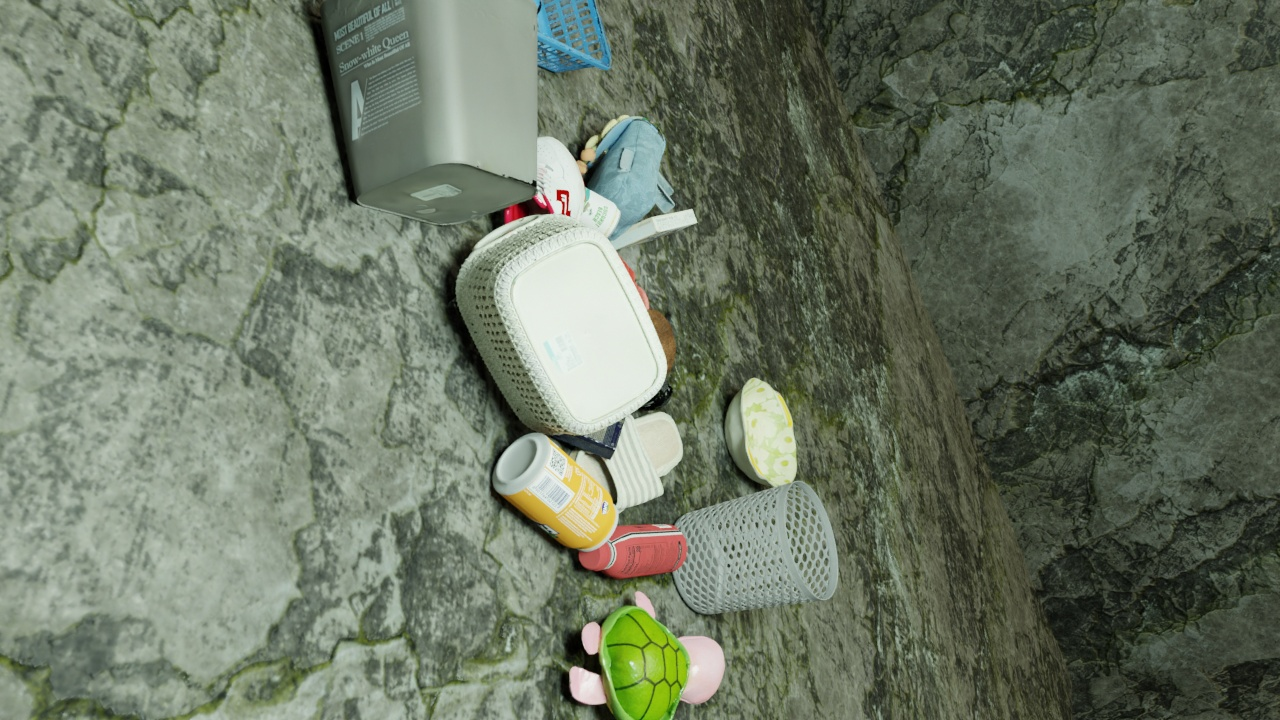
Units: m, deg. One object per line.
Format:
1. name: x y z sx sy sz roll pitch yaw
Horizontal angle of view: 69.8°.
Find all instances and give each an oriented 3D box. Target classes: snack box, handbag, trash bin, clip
1. snack box: -0.055 0.050 1.150 0.082 0.027 0.149 23 43 -5
2. handbag: -0.037 -0.274 1.331 0.118 0.122 0.191 34 45 -23
3. trash bin: 0.151 0.261 1.249 0.156 0.184 0.156 36 45 -45
4. trash bin: -0.213 -0.277 0.970 0.197 0.198 0.220 6 74 -57
5. snack box: 0.021 -0.202 1.409 0.149 0.082 0.026 -28 98 -61
6. clip: 0.010 -0.307 1.491 0.172 0.031 0.164 55 12 5

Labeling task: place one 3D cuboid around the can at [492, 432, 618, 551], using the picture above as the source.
1. can: -0.092 0.148 1.017 0.142 0.079 0.078 47 37 -35

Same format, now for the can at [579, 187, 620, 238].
1. can: -0.081 -0.205 1.234 0.101 0.055 0.054 26 46 -17

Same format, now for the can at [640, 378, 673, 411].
1. can: -0.007 0.007 1.266 0.138 0.054 0.053 56 33 -24

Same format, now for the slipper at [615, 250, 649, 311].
1. slipper: -0.055 -0.113 1.255 0.248 0.059 0.103 28 50 -49

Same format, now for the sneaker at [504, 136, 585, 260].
1. sneaker: -0.127 -0.195 1.127 0.104 0.090 0.236 62 26 -62

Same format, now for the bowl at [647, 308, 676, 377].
1. bowl: 0.033 -0.023 1.348 0.114 0.026 0.101 56 37 -54

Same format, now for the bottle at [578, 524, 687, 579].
1. bottle: -0.011 0.233 1.120 0.176 0.062 0.062 13 62 -56

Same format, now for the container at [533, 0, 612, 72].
1. container: -0.182 -0.583 1.285 0.256 0.089 0.362 -3 76 -60

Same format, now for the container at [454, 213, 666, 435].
1. container: -0.081 -0.035 1.006 0.184 0.143 0.251 -30 106 -15

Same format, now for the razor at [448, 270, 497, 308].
1. razor: -0.190 -0.089 1.054 0.042 0.026 0.105 60 35 -21

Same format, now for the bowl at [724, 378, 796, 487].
1. bowl: 0.191 0.127 1.522 0.188 0.060 0.218 65 31 -12

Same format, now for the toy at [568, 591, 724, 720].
1. toy: 0.009 0.357 1.057 0.238 0.088 0.189 27 50 -43

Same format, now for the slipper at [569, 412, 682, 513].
1. slipper: -0.008 0.128 1.202 0.272 0.054 0.114 -26 91 -61
